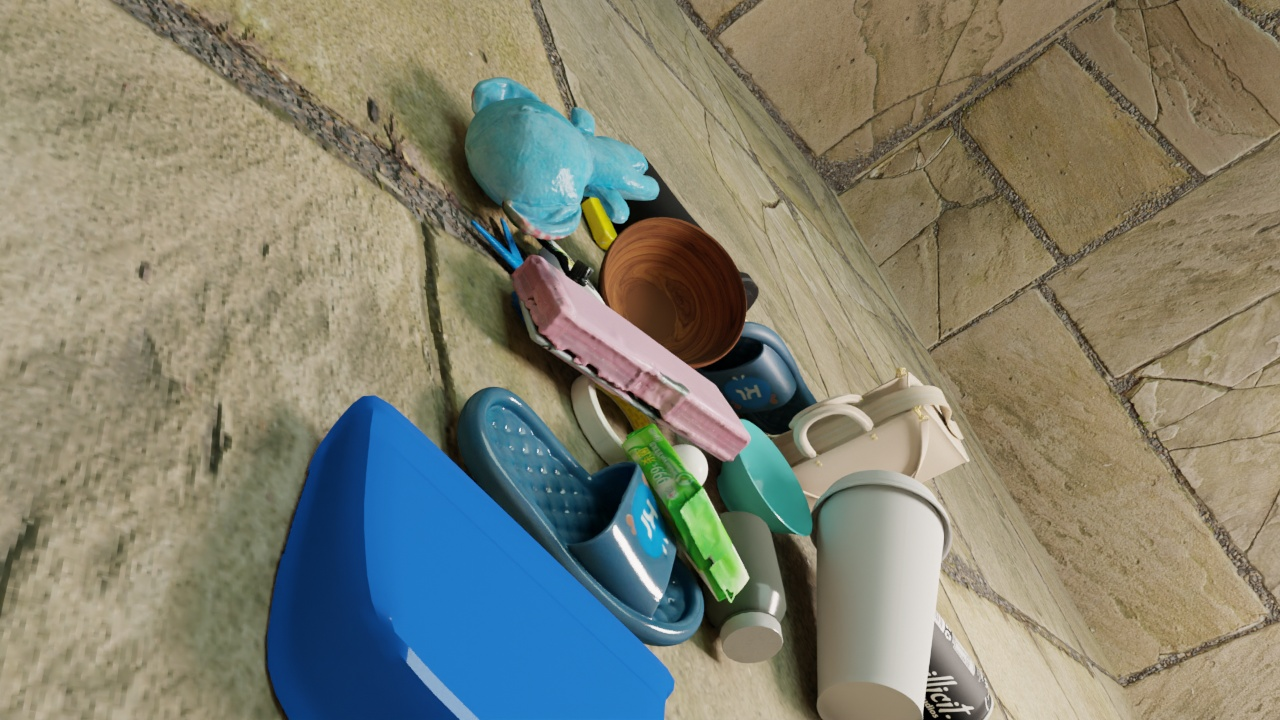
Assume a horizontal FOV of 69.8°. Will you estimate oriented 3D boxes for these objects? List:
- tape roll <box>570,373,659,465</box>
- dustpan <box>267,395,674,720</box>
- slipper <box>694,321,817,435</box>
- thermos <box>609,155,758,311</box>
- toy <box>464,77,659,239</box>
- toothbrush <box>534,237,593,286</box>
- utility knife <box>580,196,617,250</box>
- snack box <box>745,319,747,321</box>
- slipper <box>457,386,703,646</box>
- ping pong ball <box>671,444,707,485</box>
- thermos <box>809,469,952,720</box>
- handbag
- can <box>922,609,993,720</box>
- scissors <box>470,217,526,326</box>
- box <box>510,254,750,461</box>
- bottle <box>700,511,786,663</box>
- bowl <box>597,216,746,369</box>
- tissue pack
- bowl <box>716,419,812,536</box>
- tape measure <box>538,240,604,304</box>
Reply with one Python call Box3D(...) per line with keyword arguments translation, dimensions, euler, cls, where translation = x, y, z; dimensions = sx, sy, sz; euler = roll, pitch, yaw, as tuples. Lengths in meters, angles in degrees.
Box3D(translation=(-0.017, 0.048, 0.723), dimensions=(0.094, 0.019, 0.093), euler=(46, 22, -25), cls="tape roll")
Box3D(translation=(-0.068, 0.164, 0.377), dimensions=(0.245, 0.059, 0.257), euler=(48, 12, -19), cls="dustpan")
Box3D(translation=(0.119, 0.030, 0.962), dimensions=(0.213, 0.104, 0.059), euler=(46, 43, -43), cls="slipper")
Box3D(translation=(0.029, -0.121, 0.983), dimensions=(0.218, 0.106, 0.105), euler=(57, 20, 20), cls="thermos")
Box3D(translation=(-0.073, -0.167, 0.807), dimensions=(0.180, 0.115, 0.183), euler=(5, 51, -37), cls="toy")
Box3D(translation=(-0.067, -0.088, 0.734), dimensions=(0.014, 0.017, 0.188), euler=(34, 5, -26), cls="toothbrush")
Box3D(translation=(-0.067, -0.200, 0.993), dimensions=(0.028, 0.020, 0.197), euler=(26, 36, -55), cls="utility knife")
Box3D(translation=(0.111, -0.043, 1.139), dimensions=(0.152, 0.025, 0.075), euler=(47, 22, -19), cls="snack box")
Box3D(translation=(-0.028, 0.097, 0.570), dimensions=(0.213, 0.059, 0.103), euler=(47, 24, -18), cls="slipper")
Box3D(translation=(0.035, 0.088, 0.746), dimensions=(0.040, 0.040, 0.040), euler=(45, 23, -25), cls="ping pong ball")
Box3D(translation=(0.206, 0.211, 0.806), dimensions=(0.131, 0.132, 0.221), euler=(48, 35, -20), cls="thermos")
Box3D(translation=(0.220, 0.080, 0.942), dimensions=(0.197, 0.195, 0.101), euler=(35, 32, -50), cls="handbag")
Box3D(translation=(0.278, 0.295, 0.911), dimensions=(0.146, 0.080, 0.080), euler=(54, 21, -4), cls="can")
Box3D(translation=(-0.089, -0.067, 0.749), dimensions=(0.125, 0.016, 0.125), euler=(27, 36, -59), cls="scissors")
Box3D(translation=(-0.005, 0.004, 0.738), dimensions=(0.232, 0.041, 0.098), euler=(34, 14, -38), cls="box")
Box3D(translation=(0.076, 0.168, 0.687), dimensions=(0.060, 0.060, 0.108), euler=(44, 23, -29), cls="bottle")
Box3D(translation=(0.020, -0.054, 0.865), dimensions=(0.147, 0.069, 0.147), euler=(8, 69, -23), cls="bowl")
Box3D(translation=(0.032, 0.107, 0.650), dimensions=(0.099, 0.034, 0.114), euler=(63, -8, -28), cls="tissue pack")
Box3D(translation=(0.105, 0.118, 0.847), dimensions=(0.121, 0.046, 0.121), euler=(45, 23, -25), cls="bowl")
Box3D(translation=(-0.059, -0.072, 0.794), dimensions=(0.065, 0.017, 0.064), euler=(47, 6, -31), cls="tape measure")
